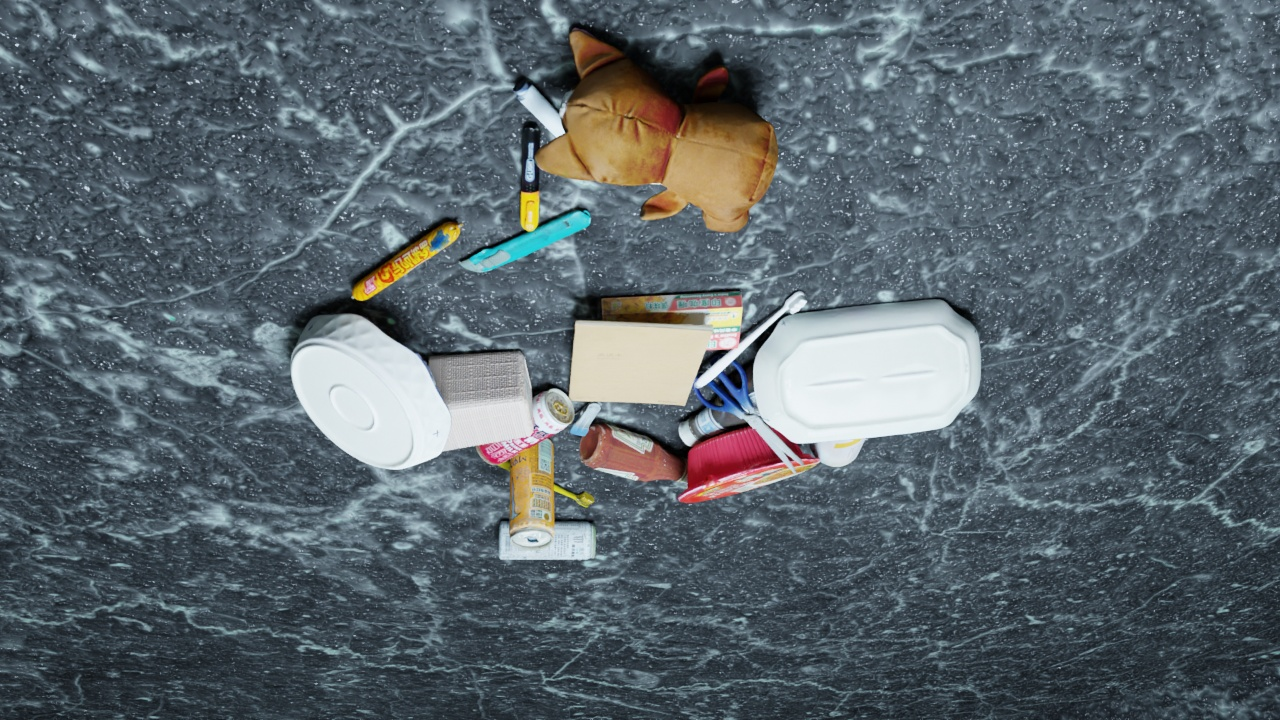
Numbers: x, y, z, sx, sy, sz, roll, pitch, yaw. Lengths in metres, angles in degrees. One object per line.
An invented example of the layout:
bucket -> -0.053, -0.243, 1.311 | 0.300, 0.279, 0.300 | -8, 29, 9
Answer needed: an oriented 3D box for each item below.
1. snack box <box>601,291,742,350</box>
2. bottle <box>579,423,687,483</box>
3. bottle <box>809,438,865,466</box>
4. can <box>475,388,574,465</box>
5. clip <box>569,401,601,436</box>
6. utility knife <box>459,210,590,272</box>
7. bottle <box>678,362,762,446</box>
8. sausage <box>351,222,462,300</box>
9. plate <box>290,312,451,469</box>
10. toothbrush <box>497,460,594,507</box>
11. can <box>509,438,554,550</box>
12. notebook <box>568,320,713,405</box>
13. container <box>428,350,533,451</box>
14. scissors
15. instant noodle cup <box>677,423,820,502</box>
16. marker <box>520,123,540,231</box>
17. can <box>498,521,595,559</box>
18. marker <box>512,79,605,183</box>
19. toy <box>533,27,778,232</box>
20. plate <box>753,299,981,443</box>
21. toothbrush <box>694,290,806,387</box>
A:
snack box -> 0.035, -0.042, 1.038 | 0.156, 0.027, 0.077 | -3, 144, -1
bottle -> 0.015, 0.136, 1.244 | 0.206, 0.059, 0.060 | 19, 137, -31
bottle -> 0.264, 0.061, 1.160 | 0.068, 0.067, 0.190 | 0, 141, -6
can -> -0.147, 0.084, 1.160 | 0.133, 0.053, 0.053 | -30, 136, 32
clip -> -0.070, 0.070, 1.183 | 0.027, 0.045, 0.058 | 20, 131, -27
utility knife -> -0.117, -0.119, 0.935 | 0.151, 0.012, 0.029 | -21, 142, 21
bottle -> 0.128, 0.053, 1.158 | 0.080, 0.044, 0.195 | 29, 133, -33
sausage -> -0.241, -0.101, 0.940 | 0.165, 0.021, 0.021 | -28, 137, 27
plate -> -0.307, 0.041, 1.021 | 0.205, 0.045, 0.205 | 19, 134, 21
toothbrush -> -0.136, 0.171, 1.308 | 0.017, 0.015, 0.190 | -35, 133, 27
can -> -0.142, 0.170, 1.199 | 0.058, 0.145, 0.058 | -3, 143, -2
notebook -> -0.006, 0.006, 1.074 | 0.149, 0.012, 0.212 | 2, 155, -6
container -> -0.186, 0.046, 1.083 | 0.111, 0.090, 0.090 | -6, 142, -2
scissors -> 0.139, 0.060, 1.104 | 0.174, 0.012, 0.125 | 23, 118, 21
instant noodle cup -> 0.135, 0.131, 1.206 | 0.194, 0.065, 0.194 | -14, 164, -4
marker -> -0.104, -0.171, 0.868 | 0.018, 0.015, 0.124 | -2, 141, -10
can -> -0.143, 0.276, 1.408 | 0.146, 0.058, 0.058 | 2, 142, -8
marker -> -0.069, -0.203, 0.827 | 0.023, 0.018, 0.130 | -17, 142, 31
toy -> 0.016, -0.191, 0.787 | 0.199, 0.140, 0.130 | 13, -179, -18
plate -> 0.265, 0.018, 1.057 | 0.266, 0.034, 0.162 | -5, 104, 1
toothbrush -> 0.125, -0.019, 1.067 | 0.016, 0.016, 0.181 | 22, 129, -37
